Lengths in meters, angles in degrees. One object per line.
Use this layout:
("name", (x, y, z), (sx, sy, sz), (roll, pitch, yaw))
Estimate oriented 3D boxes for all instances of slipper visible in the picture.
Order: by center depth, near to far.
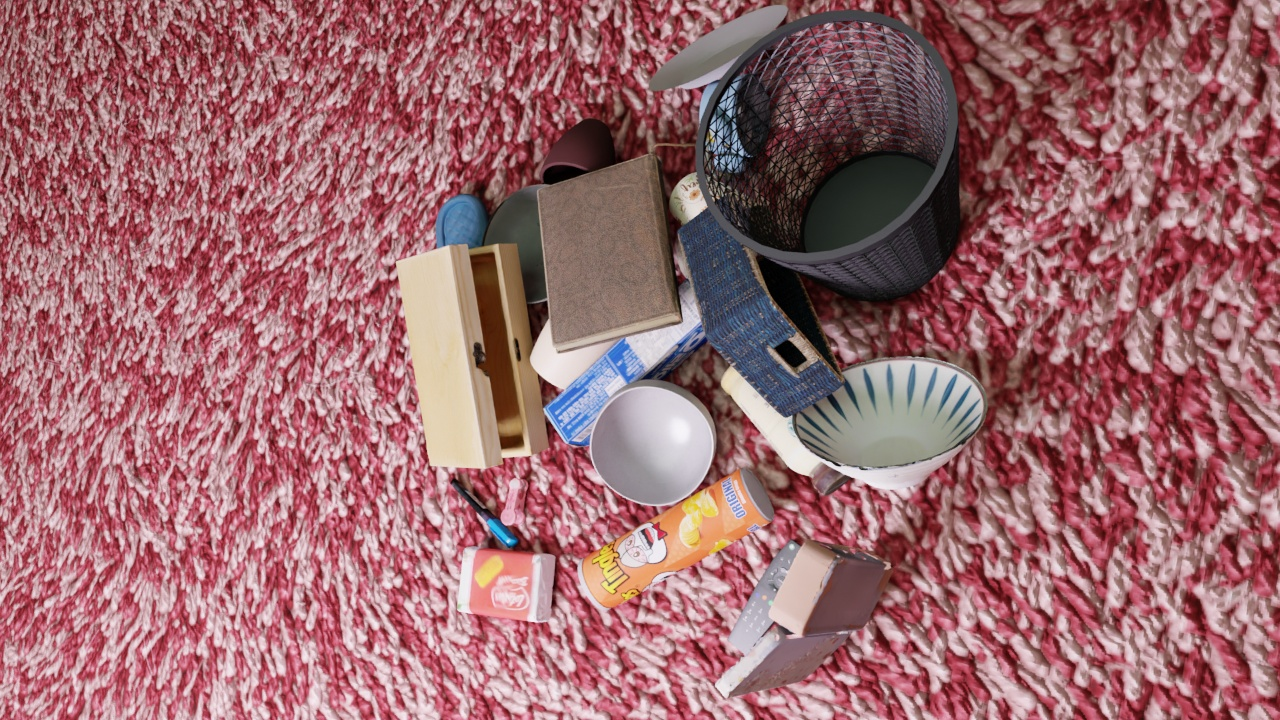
("slipper", (-0.227, -0.116, 1.167), (0.104, 0.059, 0.213), (-22, 69, 23))

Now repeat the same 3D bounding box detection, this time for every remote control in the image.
("remote control", (0.133, 0.243, 0.937), (0.039, 0.010, 0.125), (35, 96, 28))

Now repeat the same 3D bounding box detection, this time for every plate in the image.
("plate", (0.089, -0.344, 1.032), (0.173, 0.019, 0.172), (-26, 27, 15))

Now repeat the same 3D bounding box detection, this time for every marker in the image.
("marker", (-0.191, 0.183, 1.107), (0.123, 0.018, 0.015), (39, 95, 28))

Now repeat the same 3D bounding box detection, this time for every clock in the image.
("clock", (0.100, -0.259, 1.013), (0.052, 0.089, 0.124), (7, 67, 32))

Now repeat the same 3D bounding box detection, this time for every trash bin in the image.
("trash bin", (0.198, -0.162, 0.858), (0.217, 0.243, 0.216), (-6, 77, 25))

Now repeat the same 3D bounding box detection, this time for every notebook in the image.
("notebook", (-0.017, -0.125, 0.997), (0.190, 0.034, 0.215), (-15, 62, 14))

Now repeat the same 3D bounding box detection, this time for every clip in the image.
("clip", (-0.145, 0.169, 1.090), (0.022, 0.038, 0.059), (6, 83, 31))

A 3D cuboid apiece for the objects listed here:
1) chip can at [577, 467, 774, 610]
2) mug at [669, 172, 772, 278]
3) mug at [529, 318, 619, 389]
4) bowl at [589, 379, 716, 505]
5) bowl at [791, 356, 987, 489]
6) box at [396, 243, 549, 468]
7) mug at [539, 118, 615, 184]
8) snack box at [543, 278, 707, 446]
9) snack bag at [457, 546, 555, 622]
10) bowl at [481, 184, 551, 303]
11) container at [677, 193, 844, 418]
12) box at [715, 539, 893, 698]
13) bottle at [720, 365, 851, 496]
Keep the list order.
("chip can", (0.035, 0.190, 0.968), (0.211, 0.062, 0.062), (-32, 67, 17))
("mug", (0.077, -0.143, 1.023), (0.097, 0.080, 0.122), (44, 126, 34))
("mug", (-0.079, -0.030, 1.070), (0.104, 0.085, 0.111), (-53, 34, 11))
("bowl", (0.015, 0.084, 0.987), (0.132, 0.064, 0.132), (2, 102, 7))
("bowl", (0.238, 0.072, 0.871), (0.178, 0.176, 0.071), (-2, 122, 26))
("box", (-0.209, -0.004, 1.061), (0.141, 0.122, 0.249), (-6, 94, 22))
("mug", (-0.075, -0.242, 1.115), (0.114, 0.087, 0.088), (-17, 50, 52))
("snack box", (-0.006, 0.006, 1.031), (0.227, 0.059, 0.059), (-42, 67, 14))
("snack bag", (-0.156, 0.258, 1.064), (0.116, 0.036, 0.077), (-1, 78, 26))
("bowl", (-0.117, -0.135, 1.115), (0.151, 0.056, 0.150), (-4, 81, 25))
("container", (0.113, -0.055, 0.898), (0.071, 0.145, 0.187), (-34, 37, 19))
("box", (0.150, 0.233, 0.816), (0.058, 0.216, 0.154), (32, 92, 30))
("bottle", (0.151, 0.065, 0.940), (0.056, 0.056, 0.162), (-44, 64, 12))
